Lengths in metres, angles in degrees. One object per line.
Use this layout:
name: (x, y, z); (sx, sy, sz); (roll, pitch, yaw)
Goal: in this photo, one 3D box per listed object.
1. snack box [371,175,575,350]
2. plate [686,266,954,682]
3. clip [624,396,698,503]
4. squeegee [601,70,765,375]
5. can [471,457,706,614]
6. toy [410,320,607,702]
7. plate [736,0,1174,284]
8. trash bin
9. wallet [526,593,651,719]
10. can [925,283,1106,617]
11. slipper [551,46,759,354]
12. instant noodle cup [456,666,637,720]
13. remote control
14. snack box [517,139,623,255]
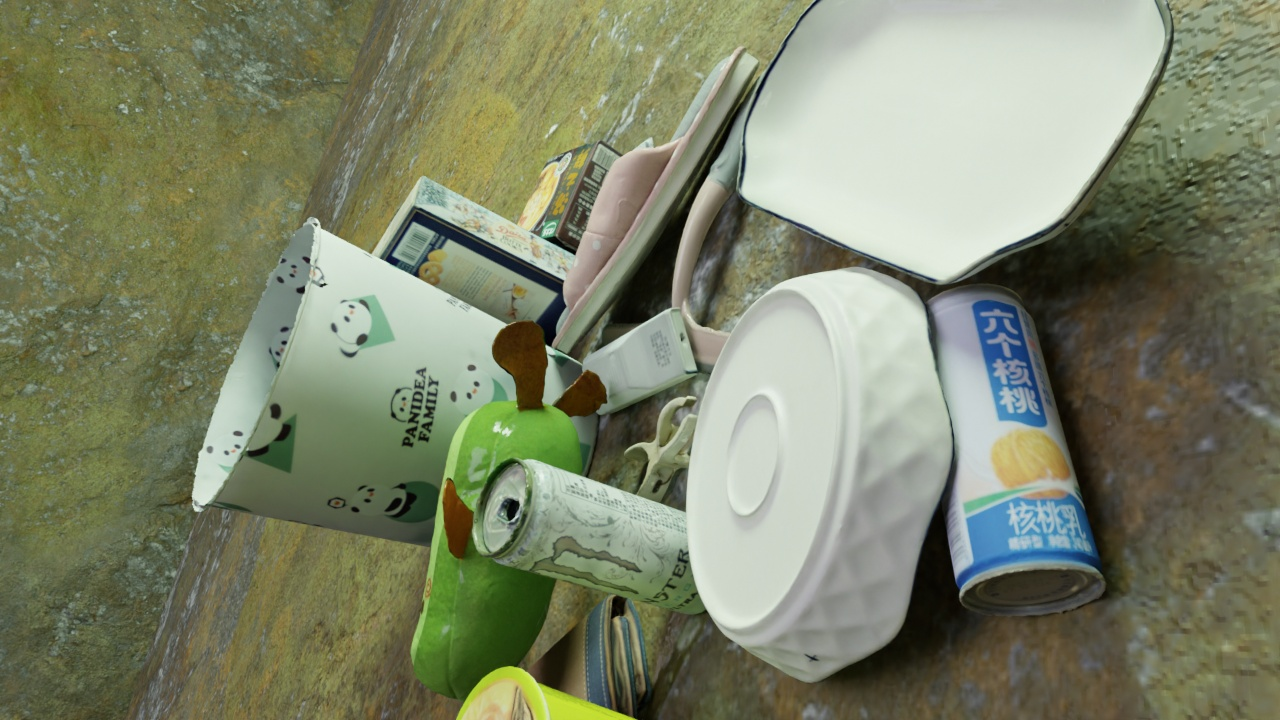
snack box: (-0.158, -0.050, 0.824); (0.178, 0.182, 0.045); (-46, 31, 34)
plate: (0.074, 0.051, 0.456); (0.205, 0.045, 0.205); (-169, 91, -73)
clip: (0.020, 0.060, 0.610); (0.100, 0.034, 0.070); (-52, 32, 41)
squeegee: (0.058, -0.114, 0.662); (0.248, 0.040, 0.249); (10, 77, 61)
can: (-0.019, 0.102, 0.521); (0.058, 0.146, 0.058); (-33, 45, 40)
toy: (-0.087, 0.104, 0.596); (0.090, 0.227, 0.246); (10, 73, 15)
plate: (0.140, -0.126, 0.455); (0.162, 0.034, 0.266); (-63, 30, 8)
trash bin: (-0.186, 0.041, 0.736); (0.230, 0.251, 0.229); (-39, 40, 41)
wallet: (-0.040, 0.216, 0.598); (0.116, 0.033, 0.090); (-48, 32, 32)
can: (0.150, 0.034, 0.386); (0.053, 0.053, 0.134); (-37, 41, 42)
slipper: (-0.001, -0.125, 0.714); (0.275, 0.054, 0.114); (-56, 0, 14)
instant noodle cup: (-0.028, 0.228, 0.474); (0.112, 0.123, 0.111); (-38, 39, 39)
remote control: (-0.004, 0.004, 0.674); (0.125, 0.024, 0.049); (-28, 76, 52)
snack box: (-0.070, -0.139, 0.886); (0.113, 0.053, 0.125); (3, 67, 59)
